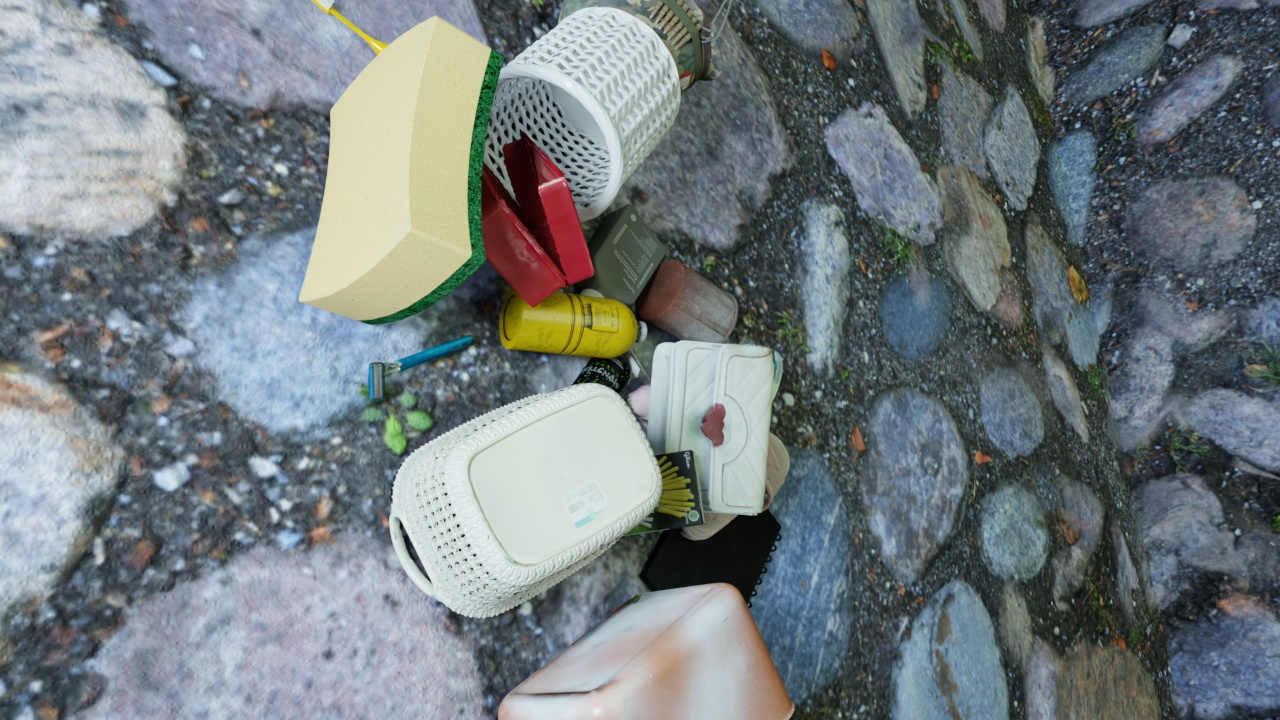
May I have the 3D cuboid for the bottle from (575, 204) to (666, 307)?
[{"bbox_3d":[-0.036,-0.110,1.145,0.084,0.046,0.173,49,46,-22],"label":"bottle"}]

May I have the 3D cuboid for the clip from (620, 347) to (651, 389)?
[{"bbox_3d":[-0.007,0.006,1.124,0.040,0.101,0.054,-16,125,-10],"label":"clip"}]

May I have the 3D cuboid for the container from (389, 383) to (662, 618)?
[{"bbox_3d":[-0.100,0.126,0.880,0.250,0.144,0.184,-25,87,-35],"label":"container"}]

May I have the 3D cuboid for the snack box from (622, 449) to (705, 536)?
[{"bbox_3d":[-0.009,0.150,1.009,0.025,0.148,0.080,40,41,-74],"label":"snack box"}]

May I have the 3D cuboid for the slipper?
[{"bbox_3d":[0.131,0.152,1.188,0.238,0.065,0.094,-28,94,-46],"label":"slipper"}]

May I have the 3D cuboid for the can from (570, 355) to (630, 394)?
[{"bbox_3d":[-0.060,0.046,1.057,0.054,0.054,0.137,52,45,-20],"label":"can"}]

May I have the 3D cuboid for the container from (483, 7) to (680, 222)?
[{"bbox_3d":[-0.072,-0.287,1.067,0.189,0.190,0.186,52,44,-20],"label":"container"}]

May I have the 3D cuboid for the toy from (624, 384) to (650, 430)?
[{"bbox_3d":[0.030,0.062,1.146,0.099,0.053,0.095,53,44,-11],"label":"toy"}]

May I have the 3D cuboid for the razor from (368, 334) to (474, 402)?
[{"bbox_3d":[-0.223,-0.001,0.930,0.143,0.022,0.042,-30,135,-52],"label":"razor"}]

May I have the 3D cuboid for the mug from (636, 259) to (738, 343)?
[{"bbox_3d":[0.059,-0.084,1.210,0.110,0.096,0.122,34,34,-39],"label":"mug"}]

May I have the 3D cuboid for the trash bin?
[{"bbox_3d":[0.007,0.347,0.926,0.259,0.182,0.157,-24,92,-47],"label":"trash bin"}]

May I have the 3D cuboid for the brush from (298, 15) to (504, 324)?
[{"bbox_3d":[-0.224,-0.170,0.857,0.075,0.196,0.249,21,61,-41],"label":"brush"}]

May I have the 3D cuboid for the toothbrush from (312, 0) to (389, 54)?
[{"bbox_3d":[-0.271,-0.329,0.994,0.196,0.031,0.031,35,48,-28],"label":"toothbrush"}]

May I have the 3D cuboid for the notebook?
[{"bbox_3d":[0.100,0.246,1.179,0.169,0.019,0.230,52,45,-18],"label":"notebook"}]

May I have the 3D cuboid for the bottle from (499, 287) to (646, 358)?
[{"bbox_3d":[-0.069,-0.040,1.034,0.163,0.071,0.071,5,71,-29],"label":"bottle"}]

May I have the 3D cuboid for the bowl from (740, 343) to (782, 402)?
[{"bbox_3d":[0.109,0.031,1.188,0.074,0.144,0.143,30,54,-18],"label":"bowl"}]

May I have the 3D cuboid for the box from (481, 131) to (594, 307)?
[{"bbox_3d":[-0.133,-0.143,0.964,0.117,0.157,0.136,-28,126,-8],"label":"box"}]

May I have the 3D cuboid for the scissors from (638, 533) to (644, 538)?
[{"bbox_3d":[-0.026,0.141,1.078,0.150,0.019,0.130,26,60,-49],"label":"scissors"}]

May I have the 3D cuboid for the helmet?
[{"bbox_3d":[0.010,-0.437,1.196,0.224,0.193,0.236,21,84,-17],"label":"helmet"}]

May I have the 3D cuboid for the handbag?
[{"bbox_3d":[0.086,0.079,1.077,0.142,0.096,0.198,4,86,-13],"label":"handbag"}]
